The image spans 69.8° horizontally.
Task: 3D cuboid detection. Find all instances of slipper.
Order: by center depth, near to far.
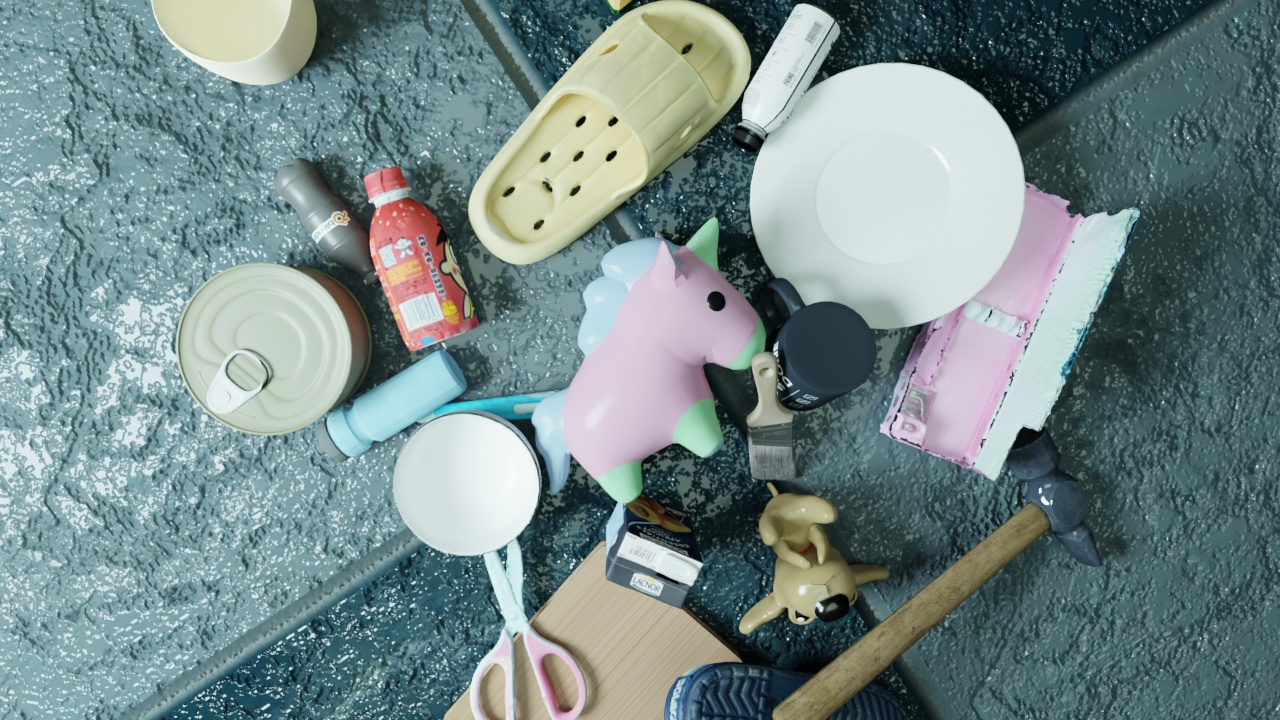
[{"bbox_3d":[-0.029,-0.180,0.701,0.261,0.079,0.111,-43,92,3],"label":"slipper"},{"bbox_3d":[0.123,0.306,0.750,0.252,0.095,0.104,26,56,-22],"label":"slipper"}]

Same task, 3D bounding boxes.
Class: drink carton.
[{"bbox_3d":[0.007,0.142,0.706,0.064,0.130,0.040,23,95,-4],"label":"drink carton"}]

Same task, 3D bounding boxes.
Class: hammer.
[{"bbox_3d":[0.234,0.192,0.726,0.321,0.040,0.129,-33,98,-15],"label":"hammer"}]

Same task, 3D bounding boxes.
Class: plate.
[{"bbox_3d":[0.193,-0.129,0.728,0.209,0.015,0.208,0,90,12],"label":"plate"}]

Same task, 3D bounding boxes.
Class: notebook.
[{"bbox_3d":[-0.037,0.283,0.773,0.169,0.022,0.210,42,93,-5],"label":"notebook"}]

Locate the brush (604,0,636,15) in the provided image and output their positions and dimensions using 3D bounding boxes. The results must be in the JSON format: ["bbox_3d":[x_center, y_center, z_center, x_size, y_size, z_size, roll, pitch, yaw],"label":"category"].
[{"bbox_3d":[0.051,-0.396,0.681,0.250,0.075,0.195,-19,96,0],"label":"brush"}]

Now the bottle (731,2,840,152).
[{"bbox_3d":[0.110,-0.218,0.719,0.041,0.041,0.116,30,94,-5],"label":"bottle"}]

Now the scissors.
[{"bbox_3d":[-0.116,0.224,0.750,0.105,0.016,0.179,-20,95,1],"label":"scissors"}]

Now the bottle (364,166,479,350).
[{"bbox_3d":[-0.176,-0.080,0.712,0.062,0.062,0.137,-19,97,0],"label":"bottle"}]

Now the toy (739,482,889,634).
[{"bbox_3d":[0.132,0.159,0.735,0.134,0.105,0.108,-21,107,-4],"label":"toy"}]

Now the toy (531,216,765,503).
[{"bbox_3d":[-0.004,0.004,0.708,0.222,0.120,0.171,-31,101,6],"label":"toy"}]

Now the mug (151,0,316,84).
[{"bbox_3d":[-0.285,-0.263,0.670,0.096,0.100,0.120,16,93,-6],"label":"mug"}]

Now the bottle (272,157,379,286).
[{"bbox_3d":[-0.242,-0.106,0.719,0.036,0.036,0.110,-37,96,1],"label":"bottle"}]

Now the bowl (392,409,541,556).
[{"bbox_3d":[-0.134,0.091,0.729,0.113,0.063,0.113,0,97,-2],"label":"bowl"}]

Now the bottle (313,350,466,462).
[{"bbox_3d":[-0.203,0.040,0.733,0.130,0.040,0.040,-31,96,1],"label":"bottle"}]

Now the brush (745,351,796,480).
[{"bbox_3d":[0.102,0.048,0.717,0.039,0.012,0.151,-7,136,4],"label":"brush"}]

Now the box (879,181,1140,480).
[{"bbox_3d":[0.280,-0.027,0.712,0.086,0.105,0.230,22,94,-5],"label":"box"}]

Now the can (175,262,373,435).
[{"bbox_3d":[-0.278,-0.011,0.709,0.128,0.073,0.128,0,96,-2],"label":"can"}]

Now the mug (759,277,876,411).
[{"bbox_3d":[0.126,-0.016,0.716,0.071,0.077,0.105,-28,83,-14],"label":"mug"}]

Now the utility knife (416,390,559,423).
[{"bbox_3d":[-0.126,0.039,0.750,0.124,0.015,0.022,-4,94,1],"label":"utility knife"}]
